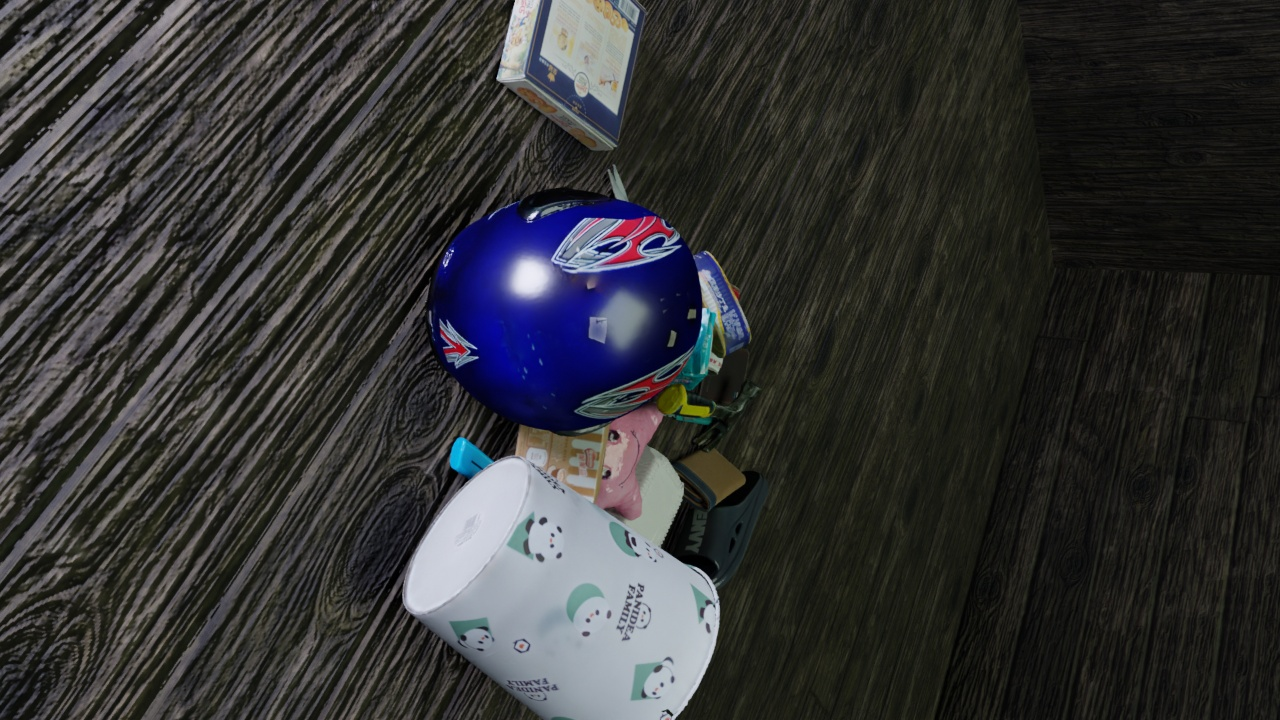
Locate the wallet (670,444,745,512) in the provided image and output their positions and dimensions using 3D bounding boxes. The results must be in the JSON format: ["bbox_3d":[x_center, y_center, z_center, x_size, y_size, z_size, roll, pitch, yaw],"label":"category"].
[{"bbox_3d":[0.096,0.172,1.360,0.115,0.090,0.033,-24,149,-52],"label":"wallet"}]

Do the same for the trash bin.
[{"bbox_3d":[-0.086,0.243,0.938,0.252,0.230,0.229,42,59,-24],"label":"trash bin"}]

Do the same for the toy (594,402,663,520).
[{"bbox_3d":[-0.056,0.119,1.129,0.178,0.075,0.194,22,77,-35],"label":"toy"}]

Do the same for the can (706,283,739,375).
[{"bbox_3d":[0.106,-0.047,1.354,0.053,0.053,0.132,31,70,-53],"label":"can"}]

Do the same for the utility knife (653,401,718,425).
[{"bbox_3d":[0.073,0.081,1.364,0.223,0.013,0.029,13,86,-55],"label":"utility knife"}]

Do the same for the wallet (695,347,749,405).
[{"bbox_3d":[0.127,0.019,1.430,0.122,0.020,0.096,14,85,-53],"label":"wallet"}]

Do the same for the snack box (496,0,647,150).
[{"bbox_3d":[-0.073,-0.361,1.046,0.177,0.046,0.182,24,76,-54],"label":"snack box"}]

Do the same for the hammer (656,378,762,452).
[{"bbox_3d":[0.088,0.069,1.273,0.126,0.032,0.323,-54,160,7],"label":"hammer"}]

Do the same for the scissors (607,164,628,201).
[{"bbox_3d":[-0.008,-0.144,1.199,0.235,0.022,0.142,46,59,-49],"label":"scissors"}]

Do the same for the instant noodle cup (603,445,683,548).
[{"bbox_3d":[-0.003,0.198,1.236,0.173,0.060,0.138,-63,141,-29],"label":"instant noodle cup"}]

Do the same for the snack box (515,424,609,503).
[{"bbox_3d":[-0.088,0.103,1.036,0.077,0.094,0.093,-59,158,-83],"label":"snack box"}]

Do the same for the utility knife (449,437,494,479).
[{"bbox_3d":[-0.154,0.143,1.043,0.194,0.018,0.034,49,56,-49],"label":"utility knife"}]

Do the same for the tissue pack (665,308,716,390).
[{"bbox_3d":[0.067,-0.014,1.249,0.134,0.050,0.093,123,-23,-76],"label":"tissue pack"}]

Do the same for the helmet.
[{"bbox_3d":[-0.052,-0.060,0.958,0.314,0.241,0.247,-33,122,-50],"label":"helmet"}]

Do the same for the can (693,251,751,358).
[{"bbox_3d":[0.101,-0.079,1.289,0.049,0.075,0.148,-28,94,-14],"label":"can"}]

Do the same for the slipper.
[{"bbox_3d":[0.108,0.240,1.378,0.083,0.111,0.267,61,41,-21],"label":"slipper"}]
